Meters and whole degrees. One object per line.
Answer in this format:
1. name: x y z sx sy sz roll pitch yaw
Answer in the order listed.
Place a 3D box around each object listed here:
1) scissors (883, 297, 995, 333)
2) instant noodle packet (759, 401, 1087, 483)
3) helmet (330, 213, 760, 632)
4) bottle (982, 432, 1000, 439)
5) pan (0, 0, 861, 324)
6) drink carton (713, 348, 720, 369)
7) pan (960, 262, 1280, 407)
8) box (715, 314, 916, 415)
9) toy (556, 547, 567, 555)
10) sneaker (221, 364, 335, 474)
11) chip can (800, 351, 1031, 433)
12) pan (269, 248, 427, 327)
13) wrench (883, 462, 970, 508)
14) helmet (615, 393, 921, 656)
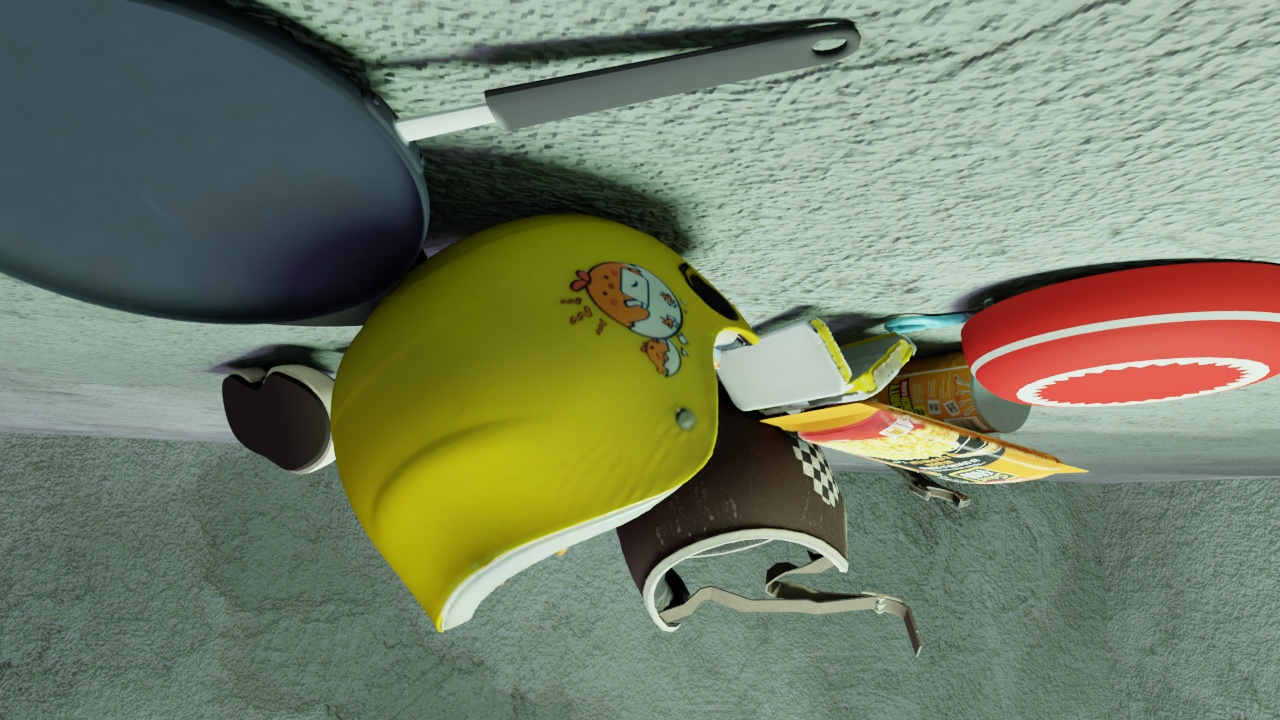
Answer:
1. scissors: 0.243 -0.028 0.674 0.136 0.015 0.135 -4 164 24
2. instant noodle packet: 0.235 0.072 0.784 0.220 0.032 0.160 16 167 -17
3. helmet: -0.060 0.001 0.468 0.210 0.139 0.239 -36 -168 28
4. bottle: 0.282 0.054 0.936 0.046 0.083 0.174 7 171 -27
5. pan: -0.104 -0.079 0.326 0.357 0.021 0.199 -8 153 13
6. drink carton: 0.021 -0.023 0.657 0.064 0.040 0.130 -1 170 13
7. pan: 0.362 0.000 0.670 0.209 0.067 0.355 -9 164 30
8. box: 0.140 0.000 0.756 0.080 0.079 0.210 -27 -179 -17
9. toy: -0.101 0.063 0.836 0.198 0.204 0.162 41 -156 -1
10. sneaker: -0.352 0.053 0.999 0.116 0.112 0.294 -15 -173 -38
11. chip can: 0.249 0.037 0.859 0.075 0.075 0.216 7 169 -30
12. pan: -0.174 -0.043 0.560 0.205 0.044 0.355 -5 168 36
13. wrench: 0.256 0.099 0.961 0.070 0.010 0.273 10 -170 -13
14. helmet: 0.096 0.157 0.889 0.234 0.253 0.234 -24 135 16
